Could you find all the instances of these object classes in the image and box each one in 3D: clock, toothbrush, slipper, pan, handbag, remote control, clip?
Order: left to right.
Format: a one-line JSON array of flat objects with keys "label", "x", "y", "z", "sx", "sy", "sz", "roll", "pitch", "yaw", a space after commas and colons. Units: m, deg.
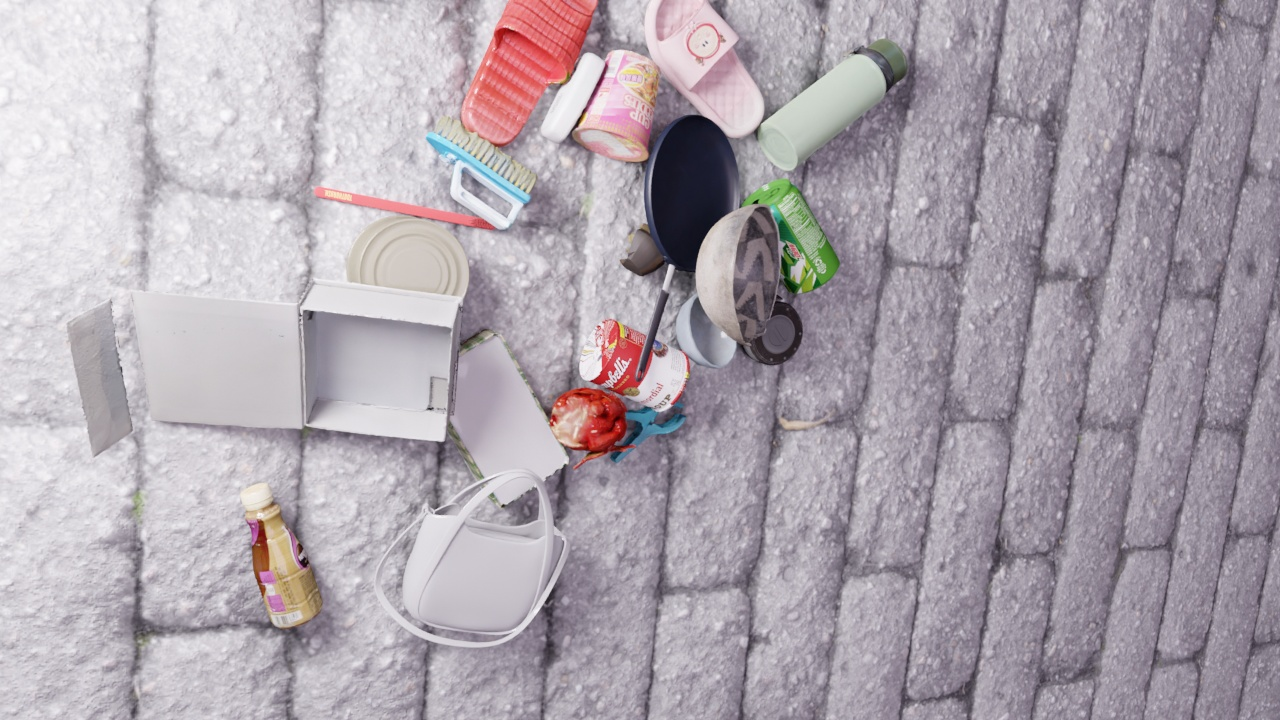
[{"label": "toothbrush", "x": -0.268, "y": -0.176, "z": 1.068, "sx": 0.212, "sy": 0.018, "sz": 0.012, "roll": 8, "pitch": 96, "yaw": -27}, {"label": "handbag", "x": -0.190, "y": 0.228, "z": 1.114, "sx": 0.215, "sy": 0.095, "sz": 0.223, "roll": 16, "pitch": 108, "yaw": -28}, {"label": "slipper", "x": -0.126, "y": -0.367, "z": 1.080, "sx": 0.103, "sy": 0.059, "sz": 0.248, "roll": 32, "pitch": 86, "yaw": -27}, {"label": "remote control", "x": -0.082, "y": -0.317, "z": 1.109, "sx": 0.028, "sy": 0.060, "sz": 0.114, "roll": 28, "pitch": 87, "yaw": -25}, {"label": "clip", "x": 0.004, "y": 0.076, "z": 1.244, "sx": 0.119, "sy": 0.027, "sz": 0.102, "roll": -16, "pitch": 108, "yaw": -22}, {"label": "pan", "x": 0.044, "y": -0.141, "z": 1.167, "sx": 0.198, "sy": 0.021, "sz": 0.356, "roll": 31, "pitch": 71, "yaw": -49}, {"label": "slipper", "x": 0.086, "y": -0.383, "z": 1.182, "sx": 0.106, "sy": 0.056, "sz": 0.221, "roll": -45, "pitch": 116, "yaw": -10}, {"label": "clock", "x": 0.180, "y": -0.044, "z": 1.295, "sx": 0.091, "sy": 0.044, "sz": 0.123, "roll": -40, "pitch": 114, "yaw": -14}]

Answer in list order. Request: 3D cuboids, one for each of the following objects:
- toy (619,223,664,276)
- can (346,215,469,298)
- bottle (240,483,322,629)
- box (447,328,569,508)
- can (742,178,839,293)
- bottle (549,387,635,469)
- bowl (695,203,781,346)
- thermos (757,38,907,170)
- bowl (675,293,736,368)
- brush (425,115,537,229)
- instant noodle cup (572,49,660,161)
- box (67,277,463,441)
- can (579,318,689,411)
[{"label": "toy", "x": 0.016, "y": -0.157, "z": 1.189, "sx": 0.100, "sy": 0.062, "sz": 0.076, "roll": -55, "pitch": 154, "yaw": -10}, {"label": "can", "x": -0.266, "y": -0.101, "z": 1.051, "sx": 0.127, "sy": 0.073, "sz": 0.128, "roll": -5, "pitch": 101, "yaw": -25}, {"label": "bottle", "x": -0.415, "y": 0.221, "z": 1.046, "sx": 0.059, "sy": 0.060, "sz": 0.166, "roll": -19, "pitch": 106, "yaw": -22}, {"label": "box", "x": -0.181, "y": 0.072, "z": 1.140, "sx": 0.117, "sy": 0.051, "sz": 0.205, "roll": -35, "pitch": 113, "yaw": -20}, {"label": "can", "x": 0.207, "y": -0.170, "z": 1.263, "sx": 0.083, "sy": 0.083, "sz": 0.144, "roll": -42, "pitch": 114, "yaw": -14}, {"label": "bottle", "x": -0.061, "y": 0.082, "z": 1.151, "sx": 0.099, "sy": 0.111, "sz": 0.099, "roll": 0, "pitch": 87, "yaw": 11}, {"label": "bowl", "x": 0.116, "y": -0.114, "z": 1.174, "sx": 0.178, "sy": 0.081, "sz": 0.178, "roll": 9, "pitch": 90, "yaw": -66}, {"label": "thermos", "x": 0.267, "y": -0.360, "z": 1.263, "sx": 0.231, "sy": 0.082, "sz": 0.082, "roll": -39, "pitch": 113, "yaw": -14}, {"label": "bowl", "x": 0.083, "y": -0.038, "z": 1.239, "sx": 0.106, "sy": 0.039, "sz": 0.106, "roll": 17, "pitch": 67, "yaw": -45}, {"label": "brush", "x": -0.195, "y": -0.220, "z": 1.074, "sx": 0.136, "sy": 0.055, "sz": 0.075, "roll": 33, "pitch": 79, "yaw": -26}, {"label": "instant noodle cup", "x": -0.022, "y": -0.314, "z": 1.126, "sx": 0.097, "sy": 0.098, "sz": 0.108, "roll": 19, "pitch": 84, "yaw": -28}, {"label": "box", "x": -0.380, "y": 0.002, "z": 0.979, "sx": 0.368, "sy": 0.098, "sz": 0.166, "roll": 3, "pitch": 123, "yaw": -12}, {"label": "can", "x": -0.007, "y": 0.007, "z": 1.189, "sx": 0.116, "sy": 0.087, "sz": 0.086, "roll": 24, "pitch": 88, "yaw": -27}]
